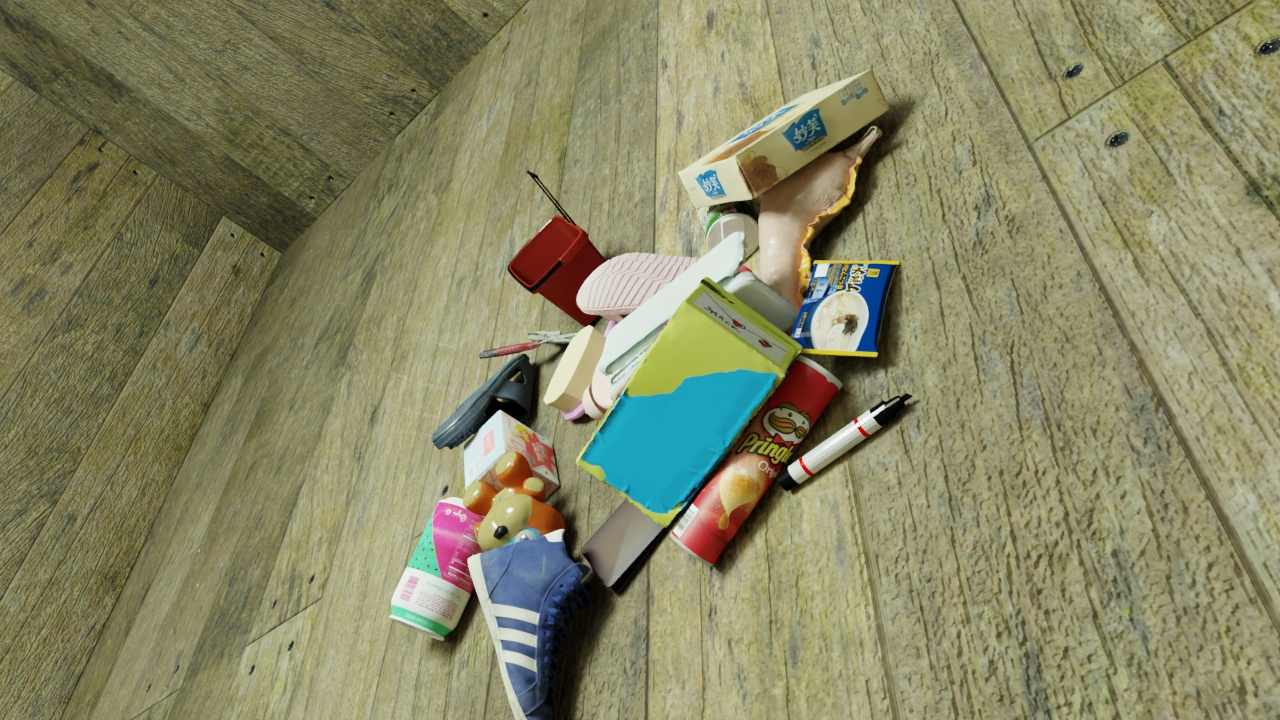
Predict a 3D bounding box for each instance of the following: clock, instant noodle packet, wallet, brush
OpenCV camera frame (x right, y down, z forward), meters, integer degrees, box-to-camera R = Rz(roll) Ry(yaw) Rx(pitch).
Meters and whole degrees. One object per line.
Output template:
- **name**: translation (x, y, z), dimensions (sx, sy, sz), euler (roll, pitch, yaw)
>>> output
- **clock**: translation (-0.007, 0.007, 1.119), dimensions (0.161, 0.086, 0.130), euler (-14, 47, 56)
- **instant noodle packet**: translation (0.201, -0.054, 0.907), dimensions (0.087, 0.026, 0.134), euler (3, 48, 25)
- **wallet**: translation (-0.010, 0.185, 0.997), dimensions (0.115, 0.018, 0.091), euler (-50, 30, -2)
- **brush**: translation (-0.060, -0.028, 1.244), dimensions (0.089, 0.043, 0.228), euler (-23, 40, 60)

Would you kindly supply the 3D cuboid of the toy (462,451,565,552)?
- **toy**: translation (-0.142, 0.199, 1.084), dimensions (0.112, 0.096, 0.176), euler (-42, 66, 13)

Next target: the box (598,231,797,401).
- **box**: translation (0.063, -0.025, 0.971), dimensions (0.212, 0.105, 0.129), euler (-36, 26, 28)

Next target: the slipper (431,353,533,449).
- **slipper**: translation (-0.210, 0.075, 1.309), dimensions (0.101, 0.082, 0.263), euler (-36, 8, 24)

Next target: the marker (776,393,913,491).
- **marker**: translation (0.186, 0.073, 0.836), dimensions (0.146, 0.019, 0.019), euler (-40, 32, 22)

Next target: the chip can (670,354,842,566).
- **chip can**: translation (0.111, 0.096, 0.883), dimensions (0.214, 0.052, 0.052), euler (-54, 30, -1)

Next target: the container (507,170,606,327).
- **container**: translation (-0.132, -0.157, 1.329), dimensions (0.127, 0.201, 0.148), euler (-47, 30, -1)

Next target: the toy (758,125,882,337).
- **toy**: translation (0.186, -0.130, 1.009), dimensions (0.197, 0.065, 0.263), euler (-27, 42, 35)

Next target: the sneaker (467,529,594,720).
- **sneaker**: translation (-0.087, 0.284, 0.949), dimensions (0.118, 0.091, 0.233), euler (-23, 54, -7)

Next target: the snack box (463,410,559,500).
- **snack box**: translation (-0.168, 0.136, 1.188), dimensions (0.080, 0.094, 0.093), euler (-44, 31, 16)

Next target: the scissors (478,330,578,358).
- **scissors**: translation (-0.155, -0.029, 1.382), dimensions (0.196, 0.015, 0.179), euler (-15, 11, 5)

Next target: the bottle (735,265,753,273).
- **bottle**: translation (0.092, -0.047, 1.051), dimensions (0.062, 0.062, 0.137), euler (-3, 56, 53)

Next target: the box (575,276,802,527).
- **box**: translation (0.043, 0.045, 0.897), dimensions (0.221, 0.124, 0.082), euler (-59, -6, 29)

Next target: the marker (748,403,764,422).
- **marker**: translation (0.077, 0.081, 0.981), dimensions (0.147, 0.017, 0.017), euler (-35, 34, 28)

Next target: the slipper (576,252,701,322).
- **slipper**: translation (0.029, -0.085, 1.180), dimensions (0.240, 0.064, 0.094), euler (2, 57, 35)

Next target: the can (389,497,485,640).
- **can**: translation (-0.249, 0.264, 1.173), dimensions (0.088, 0.088, 0.165), euler (-9, 52, 51)

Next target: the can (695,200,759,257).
- **can**: translation (0.108, -0.183, 1.163), dimensions (0.067, 0.067, 0.120), euler (-40, 32, 21)

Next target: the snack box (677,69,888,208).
- **snack box**: translation (0.163, -0.257, 1.079), dimensions (0.207, 0.055, 0.153), euler (-35, 16, -16)
